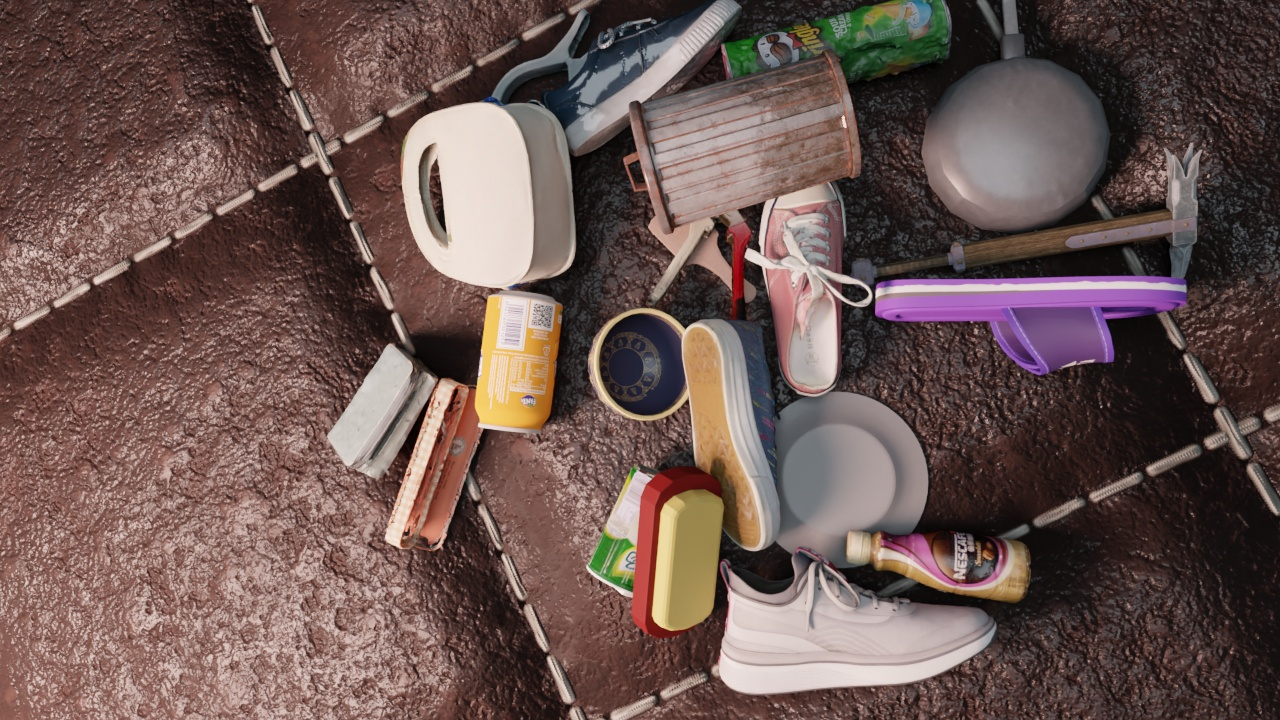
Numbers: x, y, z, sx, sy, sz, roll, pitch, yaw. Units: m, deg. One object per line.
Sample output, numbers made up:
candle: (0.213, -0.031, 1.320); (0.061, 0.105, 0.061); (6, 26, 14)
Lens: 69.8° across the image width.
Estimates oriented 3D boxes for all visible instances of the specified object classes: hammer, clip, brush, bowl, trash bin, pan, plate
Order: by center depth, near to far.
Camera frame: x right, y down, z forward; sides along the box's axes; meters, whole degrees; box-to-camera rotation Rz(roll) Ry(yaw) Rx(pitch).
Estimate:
trash bin: (0.090, -0.207, 0.879); (0.211, 0.131, 0.130); (-14, 84, 7)
hammer: (0.366, -0.106, 0.895); (0.317, 0.028, 0.147); (-9, 118, 15)
brush: (0.040, 0.191, 0.897); (0.042, 0.082, 0.173); (24, 114, 52)
pan: (0.371, -0.306, 0.915); (0.179, 0.041, 0.357); (-2, 86, 9)
plate: (0.199, 0.121, 0.930); (0.178, 0.012, 0.178); (-1, 86, 10)
bowl: (-0.006, 0.005, 0.942); (0.112, 0.061, 0.112); (2, 85, -24)
brush: (0.071, -0.112, 0.969); (0.050, 0.015, 0.135); (-45, 86, 3)
clip: (-0.115, -0.317, 1.005); (0.141, 0.029, 0.171); (30, 91, 8)

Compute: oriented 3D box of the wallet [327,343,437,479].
wallet: (-0.273, 0.053, 0.980); (0.100, 0.054, 0.131); (32, 93, 51)

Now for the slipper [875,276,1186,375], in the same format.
slipper: (0.359, -0.028, 0.866); (0.267, 0.107, 0.084); (1, 85, 16)

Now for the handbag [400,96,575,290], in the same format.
handbag: (-0.162, -0.171, 0.958); (0.200, 0.092, 0.201); (8, 109, 32)

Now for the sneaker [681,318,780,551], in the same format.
sneaker: (0.104, 0.070, 0.922); (0.079, 0.088, 0.235); (-15, 94, -35)

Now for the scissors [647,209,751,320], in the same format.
scissors: (0.077, -0.121, 0.952); (0.179, 0.015, 0.193); (-27, 86, 3)

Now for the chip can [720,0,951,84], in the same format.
chip can: (0.197, -0.312, 0.929); (0.223, 0.075, 0.075); (-12, 84, 8)

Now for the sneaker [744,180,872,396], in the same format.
sneaker: (0.164, -0.086, 0.909); (0.118, 0.088, 0.241); (-4, 81, 9)

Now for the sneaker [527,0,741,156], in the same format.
sneaker: (-0.006, -0.308, 0.946); (0.235, 0.089, 0.087); (-37, 90, 1)

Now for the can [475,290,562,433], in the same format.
can: (-0.128, 0.002, 0.959); (0.079, 0.079, 0.142); (6, 87, 10)

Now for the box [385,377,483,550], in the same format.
box: (-0.213, 0.112, 0.974); (0.043, 0.083, 0.187); (20, 91, 26)

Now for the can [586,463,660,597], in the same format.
can: (-0.001, 0.172, 0.933); (0.067, 0.067, 0.121); (25, 90, 10)

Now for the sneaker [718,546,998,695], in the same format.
sneaker: (0.198, 0.239, 0.878); (0.263, 0.096, 0.128); (-9, 90, 16)

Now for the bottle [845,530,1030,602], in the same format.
bottle: (0.284, 0.192, 0.887); (0.166, 0.059, 0.059); (7, 87, 10)
